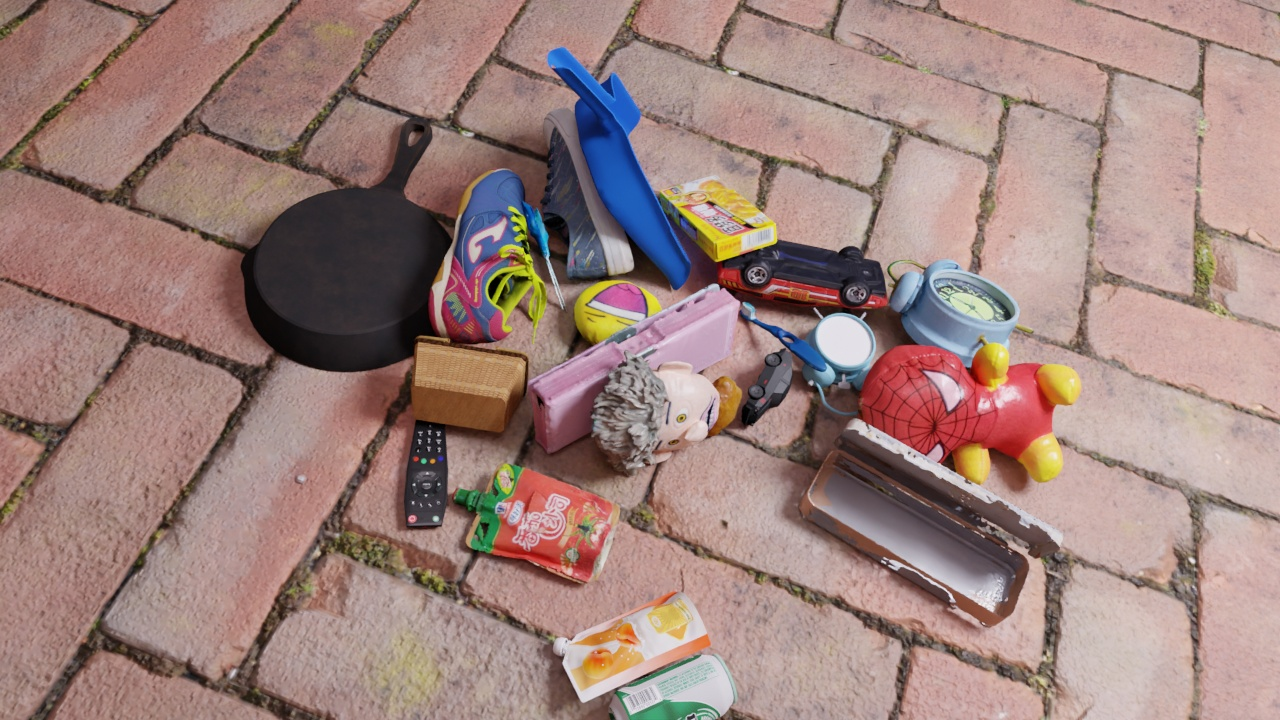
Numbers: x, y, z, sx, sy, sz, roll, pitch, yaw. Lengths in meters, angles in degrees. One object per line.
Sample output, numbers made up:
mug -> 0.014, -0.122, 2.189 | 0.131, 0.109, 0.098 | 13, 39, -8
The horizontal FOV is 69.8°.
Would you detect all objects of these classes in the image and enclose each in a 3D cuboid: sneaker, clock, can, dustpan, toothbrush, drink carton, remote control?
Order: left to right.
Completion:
remote control -> -0.202, 0.101, 0.874 | 0.039, 0.010, 0.124 | 0, 58, -7
sneaker -> -0.142, -0.111, 0.967 | 0.091, 0.116, 0.241 | 1, 51, 14
sneaker -> -0.080, -0.190, 1.036 | 0.079, 0.087, 0.235 | -19, 63, -6
dustpan -> -0.032, -0.232, 0.972 | 0.060, 0.257, 0.245 | -28, 58, 20
drink carton -> -0.009, 0.244, 0.790 | 0.122, 0.039, 0.069 | -19, 38, -18
can -> 0.026, 0.284, 0.762 | 0.101, 0.053, 0.053 | -18, 62, -18
toothbrush -> 0.150, -0.026, 0.974 | 0.021, 0.016, 0.132 | -27, 46, -25
clock -> 0.214, 0.003, 0.978 | 0.087, 0.042, 0.123 | 5, 63, -4
clock -> 0.337, -0.057, 1.001 | 0.117, 0.060, 0.162 | -23, 52, -40

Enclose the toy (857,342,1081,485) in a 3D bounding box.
toy -> 0.319, 0.050, 0.917 | 0.216, 0.098, 0.147 | 6, 99, -5

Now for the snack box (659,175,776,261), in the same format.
snack box -> 0.085, -0.163, 1.033 | 0.075, 0.025, 0.152 | -18, 37, -14

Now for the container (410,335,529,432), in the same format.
container -> -0.169, 0.025, 0.888 | 0.114, 0.063, 0.061 | 9, 44, -2

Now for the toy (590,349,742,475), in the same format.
toy -> 0.029, 0.054, 0.879 | 0.175, 0.133, 0.076 | -8, 44, -31

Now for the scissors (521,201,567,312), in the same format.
scissors -> -0.102, -0.110, 0.963 | 0.015, 0.103, 0.133 | -17, 74, 3

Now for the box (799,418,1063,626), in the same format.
box -> 0.264, 0.156, 0.864 | 0.216, 0.095, 0.107 | 30, 84, 11

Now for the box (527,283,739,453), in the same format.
box -> -0.006, 0.005, 0.914 | 0.232, 0.098, 0.046 | -29, 59, -21

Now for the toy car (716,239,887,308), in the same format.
toy car -> 0.178, -0.097, 1.016 | 0.189, 0.056, 0.081 | 9, 39, 0

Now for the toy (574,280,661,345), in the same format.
toy -> -0.024, -0.048, 0.974 | 0.095, 0.041, 0.094 | 18, 53, 7

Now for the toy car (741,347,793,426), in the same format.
toy car -> 0.133, 0.030, 0.943 | 0.036, 0.042, 0.091 | 25, 58, 12

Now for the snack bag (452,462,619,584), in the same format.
snack bag -> -0.101, 0.147, 0.847 | 0.155, 0.044, 0.087 | 17, 68, 10

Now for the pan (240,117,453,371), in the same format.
pan -> -0.292, -0.149, 1.001 | 0.249, 0.043, 0.355 | 11, 57, 0
